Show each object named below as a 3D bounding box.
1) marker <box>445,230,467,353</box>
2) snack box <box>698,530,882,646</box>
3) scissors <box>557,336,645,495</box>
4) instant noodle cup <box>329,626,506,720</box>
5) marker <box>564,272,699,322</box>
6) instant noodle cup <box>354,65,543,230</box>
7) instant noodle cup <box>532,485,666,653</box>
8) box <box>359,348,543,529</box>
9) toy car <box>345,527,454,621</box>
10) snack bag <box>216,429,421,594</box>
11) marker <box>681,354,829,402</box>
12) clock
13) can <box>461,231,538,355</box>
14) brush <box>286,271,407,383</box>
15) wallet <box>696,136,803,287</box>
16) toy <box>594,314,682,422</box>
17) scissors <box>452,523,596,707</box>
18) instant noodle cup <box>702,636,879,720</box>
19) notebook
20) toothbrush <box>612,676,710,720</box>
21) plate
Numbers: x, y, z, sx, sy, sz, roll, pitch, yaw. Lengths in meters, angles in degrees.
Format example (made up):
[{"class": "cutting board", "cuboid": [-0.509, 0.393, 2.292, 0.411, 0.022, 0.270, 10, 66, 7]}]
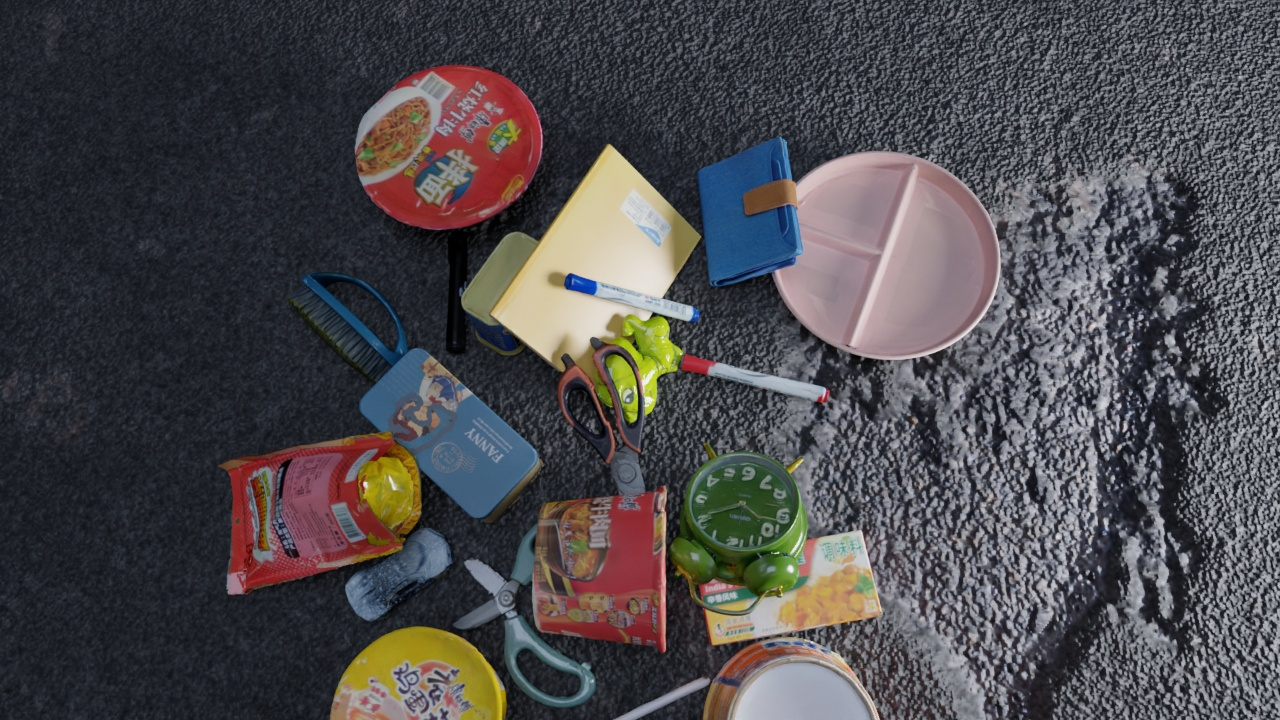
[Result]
[{"class": "marker", "cuboid": [-0.189, -0.071, 0.942, 0.022, 0.020, 0.132, -8, 71, 17]}, {"class": "snack box", "cuboid": [0.133, 0.207, 0.833, 0.156, 0.027, 0.077, -11, 70, -1]}, {"class": "scissors", "cuboid": [-0.031, 0.095, 0.860, 0.182, 0.015, 0.209, 23, 88, 4]}, {"class": "instant noodle cup", "cuboid": [-0.177, 0.297, 0.776, 0.138, 0.110, 0.138, -1, 72, 2]}, {"class": "marker", "cuboid": [-0.006, -0.060, 0.893, 0.145, 0.017, 0.016, 13, 70, -28]}, {"class": "instant noodle cup", "cuboid": [-0.195, -0.212, 0.963, 0.194, 0.066, 0.193, -1, 73, 2]}, {"class": "instant noodle cup", "cuboid": [-0.032, 0.179, 0.783, 0.108, 0.138, 0.137, 0, 72, 2]}, {"class": "box", "cuboid": [-0.174, 0.077, 0.872, 0.184, 0.063, 0.089, 37, 78, 15]}, {"class": "toy car", "cuboid": [-0.223, 0.197, 0.852, 0.105, 0.031, 0.049, -35, 75, -9]}, {"class": "snack bag", "cuboid": [-0.303, 0.136, 0.840, 0.208, 0.073, 0.128, -15, 78, 23]}, {"class": "marker", "cuboid": [0.112, 0.018, 0.901, 0.145, 0.017, 0.017, 13, 73, 7]}, {"class": "clock", "cuboid": [0.088, 0.151, 0.815, 0.116, 0.056, 0.160, 7, 54, 13]}, {"class": "can", "cuboid": [-0.126, -0.065, 0.903, 0.057, 0.083, 0.102, 30, 76, 11]}, {"class": "brush", "cuboid": [-0.284, -0.040, 0.917, 0.144, 0.055, 0.073, 40, 78, 14]}, {"class": "wallet", "cuboid": [0.109, -0.149, 0.926, 0.107, 0.040, 0.133, -16, 68, 30]}, {"class": "toy", "cuboid": [-0.005, 0.005, 0.898, 0.100, 0.031, 0.096, -27, 93, -20]}, {"class": "scissors", "cuboid": [-0.078, 0.222, 0.844, 0.170, 0.019, 0.174, -41, 74, -9]}, {"class": "instant noodle cup", "cuboid": [0.128, 0.305, 0.758, 0.151, 0.111, 0.151, -1, 72, 2]}, {"class": "notebook", "cuboid": [-0.038, -0.085, 0.894, 0.146, 0.010, 0.206, 40, 75, -30]}, {"class": "toothbrush", "cuboid": [-0.022, 0.317, 0.812, 0.180, 0.016, 0.016, -23, 67, -4]}, {"class": "plate", "cuboid": [0.244, -0.106, 0.929, 0.229, 0.028, 0.229, -1, 71, 2]}]
